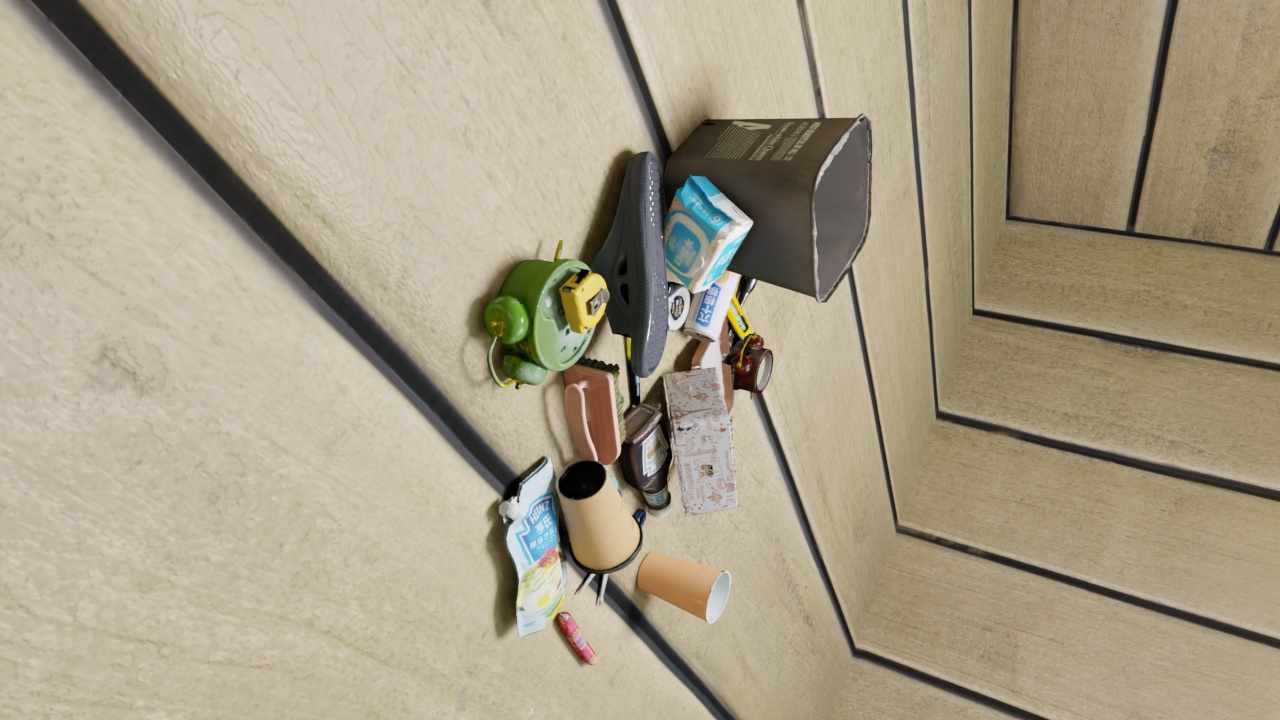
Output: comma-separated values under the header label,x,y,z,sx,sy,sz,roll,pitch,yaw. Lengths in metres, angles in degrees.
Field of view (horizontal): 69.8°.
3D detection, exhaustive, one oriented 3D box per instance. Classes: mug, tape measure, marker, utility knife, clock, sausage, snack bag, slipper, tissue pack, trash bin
label,x,y,z,sx,sy,sz,roll,pitch,yaw
mug,0.062,0.327,1.349,0.078,0.123,0.078,-36,133,-50
tape measure,0.036,-0.072,1.212,0.066,0.034,0.066,1,103,-59
marker,-0.007,0.007,1.189,0.018,0.015,0.124,-37,136,-42
utility knife,0.139,-0.086,1.390,0.033,0.015,0.154,-53,138,-17
clock,-0.105,-0.039,0.943,0.160,0.056,0.116,-54,145,-35
clock,0.174,0.005,1.475,0.081,0.055,0.122,-60,151,-27
sausage,-0.083,0.371,1.215,0.020,0.020,0.156,-58,147,-31
snack bag,-0.120,0.215,1.057,0.110,0.039,0.191,-34,130,-48
slipper,-0.015,-0.110,1.069,0.110,0.083,0.268,35,54,-73
tissue pack,0.071,-0.153,1.125,0.063,0.090,0.140,-36,165,-33
trash bin,0.165,-0.211,1.186,0.198,0.220,0.199,-51,144,-38
tape measure,-0.054,-0.061,0.934,0.057,0.029,0.060,-51,144,-40

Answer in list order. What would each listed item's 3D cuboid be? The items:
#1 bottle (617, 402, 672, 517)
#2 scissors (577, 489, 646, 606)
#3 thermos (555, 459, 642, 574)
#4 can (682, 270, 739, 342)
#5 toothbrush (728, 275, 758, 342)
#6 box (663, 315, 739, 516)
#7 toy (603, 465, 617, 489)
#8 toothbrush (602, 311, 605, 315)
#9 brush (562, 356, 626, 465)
label,x,y,z,sx,sy,sz,roll,pitch,yaw
bottle,0.012,0.146,1.258,0.079,0.044,0.195,-45,142,-28
scissors,-0.037,0.250,1.250,0.162,0.012,0.176,-26,126,-56
thermos,-0.052,0.185,1.087,0.092,0.093,0.143,-54,145,-35
can,0.104,-0.096,1.303,0.053,0.053,0.134,34,72,-61
toothbrush,0.173,-0.125,1.446,0.027,0.026,0.212,32,77,-42
box,0.094,0.075,1.329,0.271,0.106,0.178,-77,163,-52
toy,-0.051,0.159,1.164,0.092,0.030,0.096,42,63,-62
toothbrush,-0.046,-0.060,1.089,0.179,0.016,0.016,-27,123,-52
brush,-0.056,0.069,1.079,0.072,0.063,0.146,-51,146,-45
